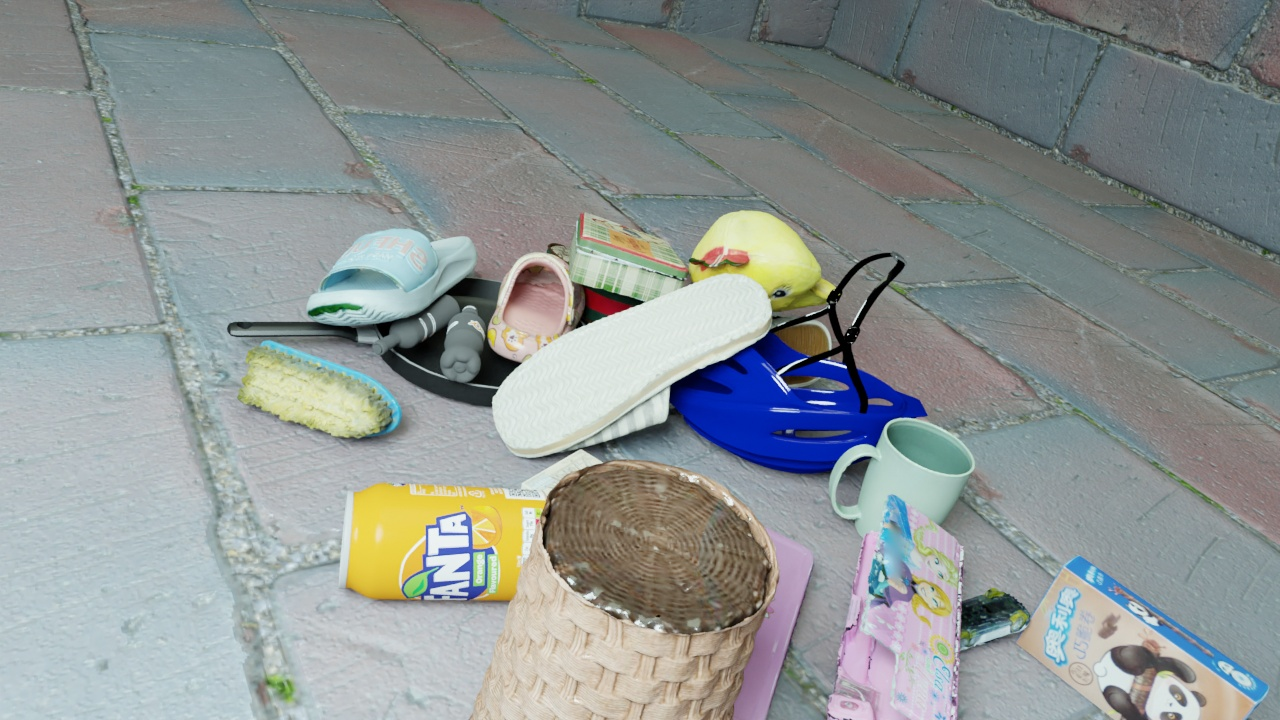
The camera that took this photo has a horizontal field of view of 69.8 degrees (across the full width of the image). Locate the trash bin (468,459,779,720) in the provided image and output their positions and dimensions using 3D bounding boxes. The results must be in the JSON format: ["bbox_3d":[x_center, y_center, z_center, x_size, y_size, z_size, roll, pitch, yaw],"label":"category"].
[{"bbox_3d":[-0.016,0.176,0.483,0.151,0.210,0.151,11,30,-7],"label":"trash bin"}]

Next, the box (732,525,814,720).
[{"bbox_3d":[0.073,0.196,0.677,0.076,0.036,0.213,25,30,9],"label":"box"}]

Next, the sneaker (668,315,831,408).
[{"bbox_3d":[0.061,-0.020,1.003,0.294,0.121,0.127,-2,11,-33],"label":"sneaker"}]

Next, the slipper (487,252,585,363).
[{"bbox_3d":[-0.100,-0.068,0.942,0.093,0.082,0.196,14,30,-6],"label":"slipper"}]

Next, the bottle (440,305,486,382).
[{"bbox_3d":[-0.165,-0.020,0.866,0.036,0.036,0.109,10,31,-10],"label":"bottle"}]

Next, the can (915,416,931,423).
[{"bbox_3d":[0.269,0.100,0.904,0.067,0.067,0.076,13,29,-5],"label":"can"}]

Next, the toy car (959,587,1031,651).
[{"bbox_3d":[0.271,0.213,0.743,0.089,0.027,0.038,-12,28,-14],"label":"toy car"}]

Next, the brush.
[{"bbox_3d":[-0.267,0.029,0.787,0.136,0.055,0.075,19,7,6],"label":"brush"}]

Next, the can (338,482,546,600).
[{"bbox_3d":[-0.135,0.128,0.646,0.142,0.079,0.079,5,30,-18],"label":"can"}]

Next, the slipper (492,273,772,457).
[{"bbox_3d":[-0.005,0.005,0.835,0.272,0.054,0.114,-29,57,-4],"label":"slipper"}]

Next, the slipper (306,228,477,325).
[{"bbox_3d":[-0.239,-0.092,0.892,0.104,0.074,0.244,-5,19,18],"label":"slipper"}]

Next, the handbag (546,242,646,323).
[{"bbox_3d":[-0.038,-0.085,1.095,0.166,0.063,0.138,33,23,32],"label":"handbag"}]

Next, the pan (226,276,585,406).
[{"bbox_3d":[-0.218,-0.022,0.916,0.355,0.034,0.225,-1,33,-28],"label":"pan"}]

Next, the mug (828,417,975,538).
[{"bbox_3d":[0.224,0.114,0.819,0.111,0.104,0.084,12,29,-8],"label":"mug"}]

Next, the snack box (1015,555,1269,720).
[{"bbox_3d":[0.378,0.232,0.703,0.034,0.087,0.151,-12,39,-41],"label":"snack box"}]

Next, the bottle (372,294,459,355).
[{"bbox_3d":[-0.214,-0.031,0.866,0.030,0.030,0.112,23,29,13],"label":"bottle"}]

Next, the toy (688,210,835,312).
[{"bbox_3d":[0.128,-0.091,0.940,0.134,0.092,0.207,0,-18,34],"label":"toy"}]

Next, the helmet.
[{"bbox_3d":[0.156,-0.003,0.866,0.241,0.228,0.147,13,21,1],"label":"helmet"}]

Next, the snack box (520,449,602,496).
[{"bbox_3d":[-0.018,0.131,0.752,0.150,0.026,0.081,28,31,24],"label":"snack box"}]

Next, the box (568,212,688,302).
[{"bbox_3d":[-0.017,-0.109,0.976,0.117,0.050,0.205,15,15,-6],"label":"box"}]

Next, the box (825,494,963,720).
[{"bbox_3d":[0.197,0.187,0.687,0.085,0.077,0.229,4,25,19],"label":"box"}]
